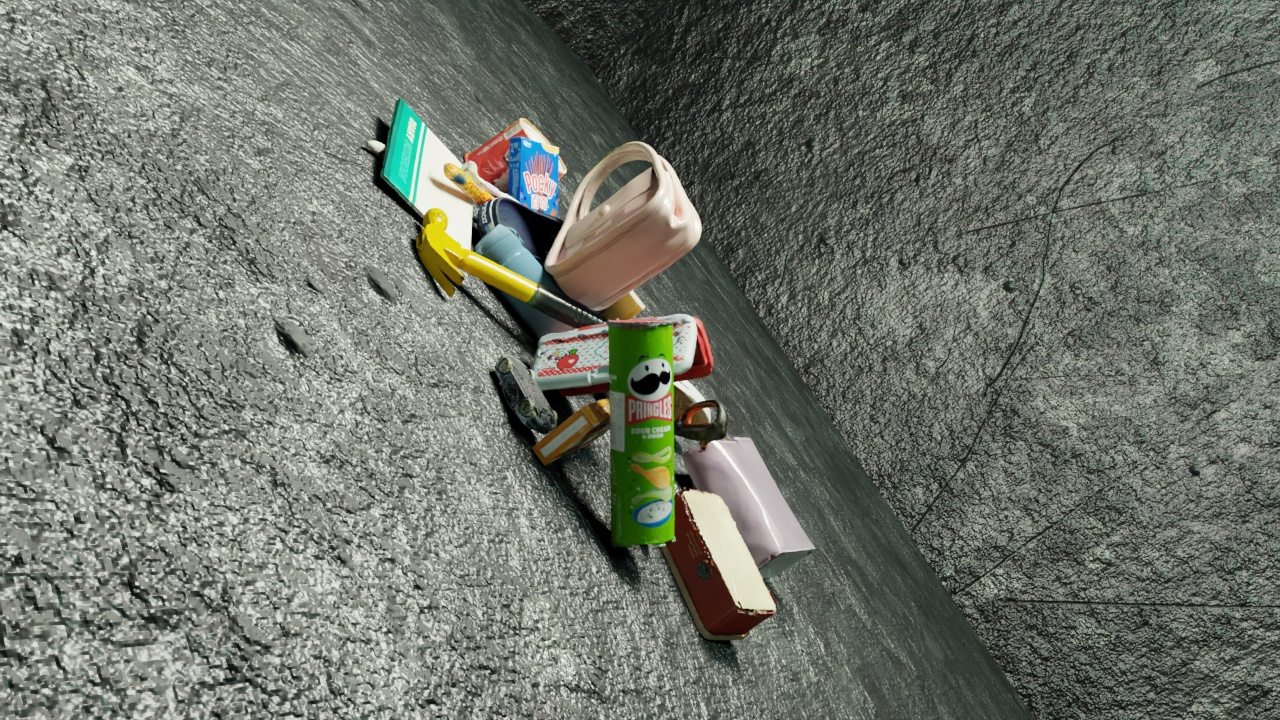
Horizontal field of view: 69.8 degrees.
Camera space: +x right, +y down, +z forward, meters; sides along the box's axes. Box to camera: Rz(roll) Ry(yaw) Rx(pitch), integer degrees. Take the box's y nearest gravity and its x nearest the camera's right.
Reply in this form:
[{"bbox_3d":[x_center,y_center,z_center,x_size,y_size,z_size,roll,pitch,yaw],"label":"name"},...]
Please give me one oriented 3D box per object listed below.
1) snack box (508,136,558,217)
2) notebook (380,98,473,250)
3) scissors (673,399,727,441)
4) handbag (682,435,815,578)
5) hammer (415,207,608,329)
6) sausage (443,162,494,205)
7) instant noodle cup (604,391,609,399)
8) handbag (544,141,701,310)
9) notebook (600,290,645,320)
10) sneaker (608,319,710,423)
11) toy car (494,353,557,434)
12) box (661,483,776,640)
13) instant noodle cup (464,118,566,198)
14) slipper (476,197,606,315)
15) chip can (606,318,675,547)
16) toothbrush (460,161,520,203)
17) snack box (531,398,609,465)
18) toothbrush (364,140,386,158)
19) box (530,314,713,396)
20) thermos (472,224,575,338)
[{"bbox_3d":[-0.157,-0.242,1.346,0.084,0.026,0.157,-2,94,-55],"label":"snack box"},{"bbox_3d":[-0.268,-0.234,1.173,0.150,0.012,0.208,47,20,-36],"label":"notebook"},{"bbox_3d":[0.026,0.097,1.074,0.021,0.222,0.232,19,57,-31],"label":"scissors"},{"bbox_3d":[0.146,0.207,1.298,0.197,0.098,0.145,60,14,23],"label":"handbag"},{"bbox_3d":[-0.130,-0.079,1.100,0.300,0.033,0.128,26,30,-26],"label":"hammer"},{"bbox_3d":[-0.220,-0.225,1.223,0.021,0.021,0.165,58,9,21],"label":"sausage"},{"bbox_3d":[-0.007,0.007,1.235,0.099,0.110,0.099,7,6,-1],"label":"instant noodle cup"},{"bbox_3d":[-0.028,-0.198,1.204,0.093,0.194,0.233,41,31,-37],"label":"handbag"},{"bbox_3d":[-0.062,-0.118,1.405,0.146,0.010,0.206,52,-15,-2],"label":"notebook"},{"bbox_3d":[0.017,0.015,1.353,0.241,0.119,0.087,41,38,-22],"label":"sneaker"},{"bbox_3d":[-0.125,0.037,0.983,0.049,0.031,0.105,34,19,-52],"label":"toy car"},{"bbox_3d":[0.090,0.232,1.071,0.091,0.078,0.168,18,36,-45],"label":"box"},{"bbox_3d":[-0.191,-0.304,1.441,0.138,0.109,0.137,48,16,-18],"label":"instant noodle cup"},{"bbox_3d":[-0.121,-0.151,1.285,0.252,0.095,0.105,38,43,-44],"label":"slipper"},{"bbox_3d":[0.001,0.075,0.959,0.072,0.072,0.236,-17,108,-75],"label":"chip can"},{"bbox_3d":[-0.175,-0.220,1.287,0.189,0.029,0.020,32,40,-39],"label":"toothbrush"},{"bbox_3d":[-0.059,0.073,1.014,0.026,0.075,0.153,53,14,6],"label":"snack box"},{"bbox_3d":[-0.289,-0.242,1.177,0.187,0.016,0.017,21,44,-65],"label":"toothbrush"},{"bbox_3d":[-0.027,0.006,1.051,0.100,0.202,0.095,-61,138,-57],"label":"box"},{"bbox_3d":[-0.128,-0.075,1.177,0.220,0.070,0.070,51,14,-7],"label":"thermos"}]
